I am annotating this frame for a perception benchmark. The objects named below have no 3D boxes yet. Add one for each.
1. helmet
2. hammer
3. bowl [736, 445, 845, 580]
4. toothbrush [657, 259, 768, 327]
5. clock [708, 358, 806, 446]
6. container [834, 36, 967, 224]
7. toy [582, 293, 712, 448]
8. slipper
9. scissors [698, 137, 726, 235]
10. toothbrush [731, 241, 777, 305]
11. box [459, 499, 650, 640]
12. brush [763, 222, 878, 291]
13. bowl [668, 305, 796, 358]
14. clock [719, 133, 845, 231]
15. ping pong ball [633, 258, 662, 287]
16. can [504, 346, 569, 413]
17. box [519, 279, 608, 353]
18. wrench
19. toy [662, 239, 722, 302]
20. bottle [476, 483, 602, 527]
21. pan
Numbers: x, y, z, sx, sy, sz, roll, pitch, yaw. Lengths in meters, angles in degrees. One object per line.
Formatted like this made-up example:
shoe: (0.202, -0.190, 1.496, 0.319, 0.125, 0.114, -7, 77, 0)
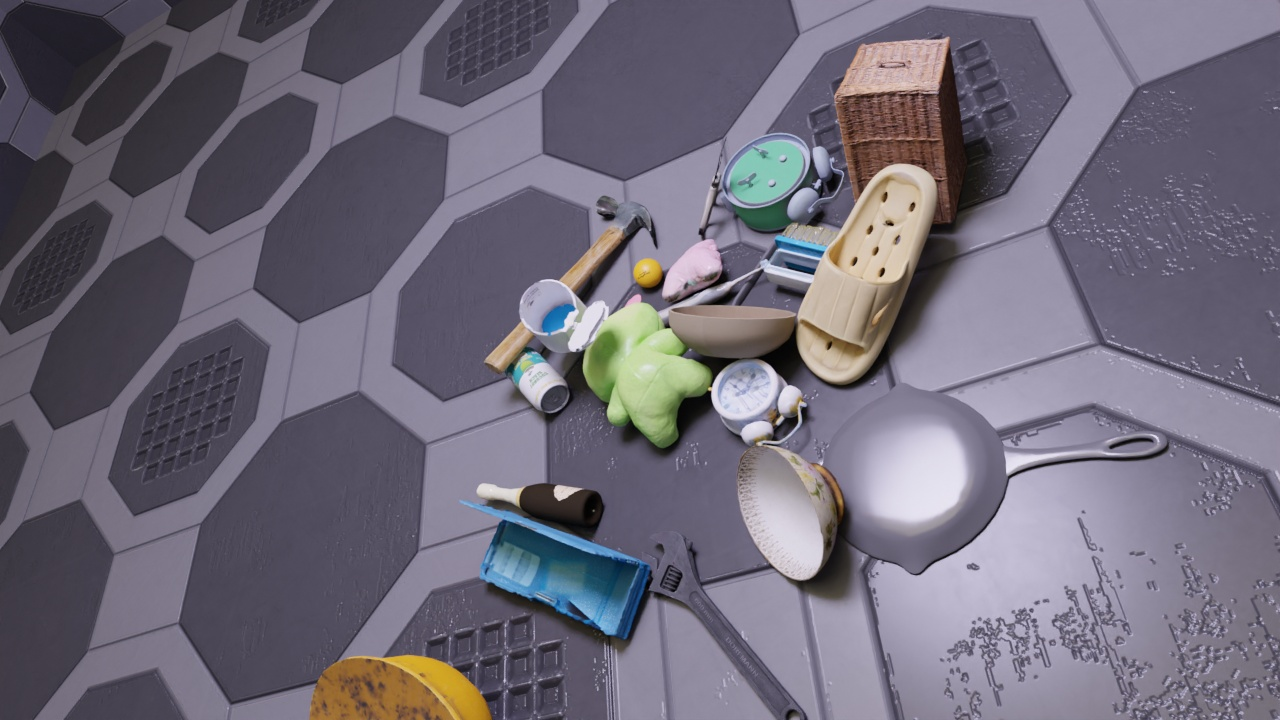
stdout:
helmet: (-0.234, 0.416, 1.013, 0.256, 0.131, 0.205, 14, 100, 31)
hammer: (-0.099, -0.107, 1.297, 0.132, 0.033, 0.329, 24, 65, 36)
bowl: (0.167, 0.151, 0.961, 0.063, 0.145, 0.145, -16, 42, -27)
toothbrush: (0.090, -0.085, 1.201, 0.186, 0.022, 0.024, -26, 79, 22)
clock: (0.138, 0.051, 1.073, 0.089, 0.052, 0.125, -45, 51, -2)
container: (0.310, -0.266, 1.071, 0.114, 0.198, 0.112, 6, 52, 29)
toy: (-0.007, 0.007, 1.158, 0.197, 0.107, 0.150, 38, 98, 37)
slipper: (0.243, -0.102, 1.032, 0.111, 0.079, 0.261, 30, 102, 35)
scissors: (0.098, -0.229, 1.226, 0.012, 0.164, 0.150, 17, 102, 3)
toothbrush: (0.133, -0.086, 1.188, 0.013, 0.013, 0.167, 23, 75, 48)
box: (-0.117, 0.237, 1.062, 0.232, 0.112, 0.094, 12, 77, 39)
brush: (0.225, -0.117, 1.122, 0.136, 0.055, 0.075, 19, 68, 38)
bowl: (0.109, -0.034, 1.100, 0.152, 0.152, 0.050, 8, 101, 35)
clock: (0.189, -0.236, 1.207, 0.162, 0.075, 0.121, 12, 68, 36)
ping pong ball: (0.011, -0.121, 1.268, 0.040, 0.040, 0.040, -16, 54, 23)
can: (-0.142, 0.027, 1.259, 0.055, 0.055, 0.101, -46, 48, -2)
box: (-0.087, -0.048, 1.162, 0.136, 0.147, 0.084, 34, 85, 17)
wrench: (0.084, 0.282, 0.978, 0.073, 0.018, 0.273, -50, 49, 7)
toy: (0.075, -0.125, 1.223, 0.099, 0.053, 0.095, -28, 27, 38)
bottle: (-0.135, 0.177, 1.164, 0.185, 0.045, 0.045, 3, 63, 33)
pan: (0.334, 0.103, 0.934, 0.355, 0.024, 0.216, -11, 56, 26)
